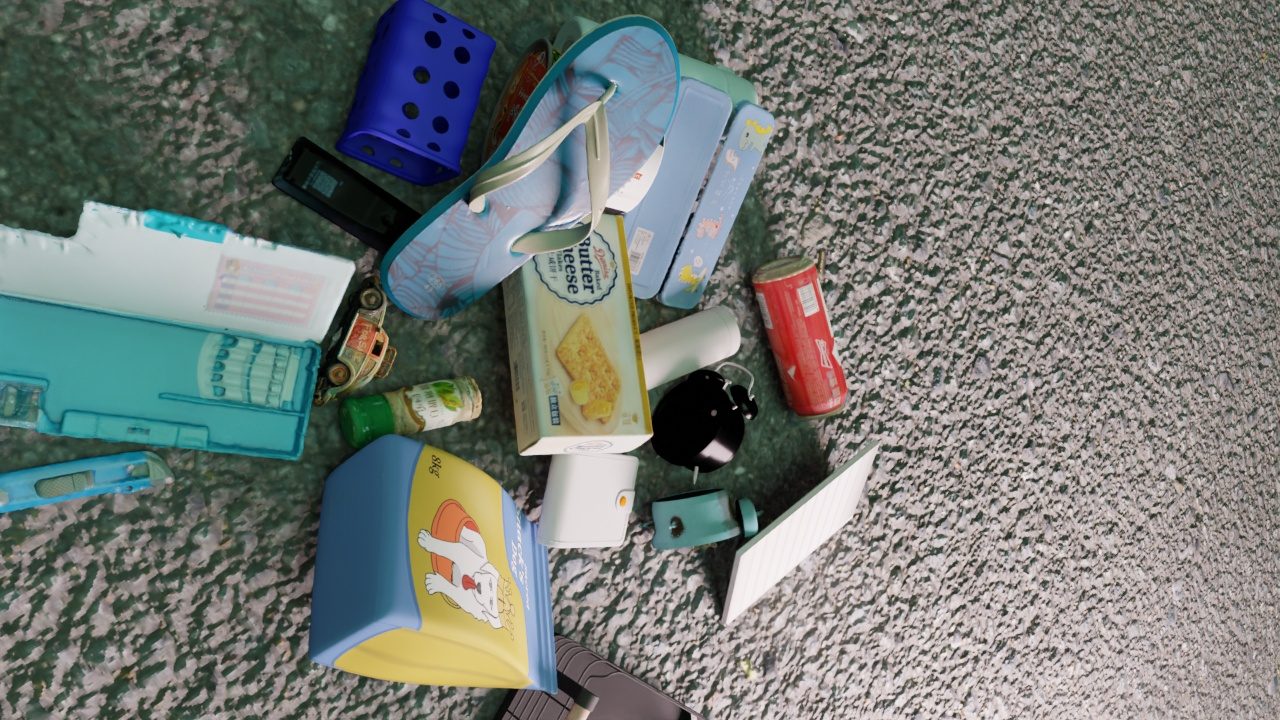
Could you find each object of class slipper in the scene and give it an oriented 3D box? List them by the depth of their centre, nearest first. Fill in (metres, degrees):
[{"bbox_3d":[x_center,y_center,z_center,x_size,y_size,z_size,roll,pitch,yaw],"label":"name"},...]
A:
[{"bbox_3d":[-0.074,-0.130,0.699,0.295,0.060,0.118,-42,136,7],"label":"slipper"}]

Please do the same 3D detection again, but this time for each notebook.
[{"bbox_3d":[0.168,0.182,0.968,0.209,0.009,0.143,-32,146,-28],"label":"notebook"}]

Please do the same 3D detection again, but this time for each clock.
[{"bbox_3d":[0.065,0.055,0.893,0.042,0.091,0.120,36,85,-40],"label":"clock"},{"bbox_3d":[0.065,0.155,0.902,0.124,0.090,0.053,-8,86,-32],"label":"clock"}]

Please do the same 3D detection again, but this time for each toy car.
[{"bbox_3d":[-0.221,-0.011,0.729,0.047,0.047,0.111,26,79,-29],"label":"toy car"}]

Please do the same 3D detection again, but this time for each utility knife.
[{"bbox_3d":[-0.416,0.089,0.626,0.174,0.015,0.031,-11,94,-31],"label":"utility knife"}]

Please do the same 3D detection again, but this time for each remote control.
[{"bbox_3d":[-0.217,-0.119,0.740,0.150,0.022,0.047,33,75,-30],"label":"remote control"}]

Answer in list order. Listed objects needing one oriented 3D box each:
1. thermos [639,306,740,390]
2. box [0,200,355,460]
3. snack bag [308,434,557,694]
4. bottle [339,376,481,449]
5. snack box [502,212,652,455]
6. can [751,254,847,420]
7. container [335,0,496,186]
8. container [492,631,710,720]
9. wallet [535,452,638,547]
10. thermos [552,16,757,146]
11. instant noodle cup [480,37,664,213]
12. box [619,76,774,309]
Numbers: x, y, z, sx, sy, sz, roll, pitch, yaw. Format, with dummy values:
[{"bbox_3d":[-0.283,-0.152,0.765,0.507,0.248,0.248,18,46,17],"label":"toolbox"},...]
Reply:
[{"bbox_3d":[-0.005,0.005,0.868,0.223,0.052,0.052,-22,104,-31],"label":"thermos"},{"bbox_3d":[-0.336,-0.023,0.640,0.226,0.071,0.182,12,108,-33],"label":"box"},{"bbox_3d":[-0.144,0.170,0.724,0.205,0.102,0.158,31,37,-40],"label":"snack bag"},{"bbox_3d":[-0.187,0.041,0.756,0.110,0.043,0.043,-12,99,-33],"label":"bottle"},{"bbox_3d":[-0.058,-0.026,0.785,0.104,0.058,0.207,1,71,-28],"label":"snack box"},{"bbox_3d":[0.170,-0.024,0.973,0.067,0.067,0.170,-26,106,-30],"label":"can"},{"bbox_3d":[-0.177,-0.210,0.725,0.084,0.085,0.113,20,80,-33],"label":"container"},{"bbox_3d":[-0.022,0.374,0.829,0.241,0.130,0.162,39,72,-28],"label":"container"},{"bbox_3d":[-0.044,0.109,0.834,0.118,0.038,0.115,17,83,-59],"label":"wallet"},{"bbox_3d":[0.019,-0.260,0.862,0.206,0.065,0.077,7,71,-33],"label":"thermos"},{"bbox_3d":[-0.053,-0.187,0.777,0.121,0.124,0.123,19,82,-27],"label":"instant noodle cup"},{"bbox_3d":[0.048,-0.151,0.867,0.127,0.034,0.209,14,107,-33],"label":"box"}]
